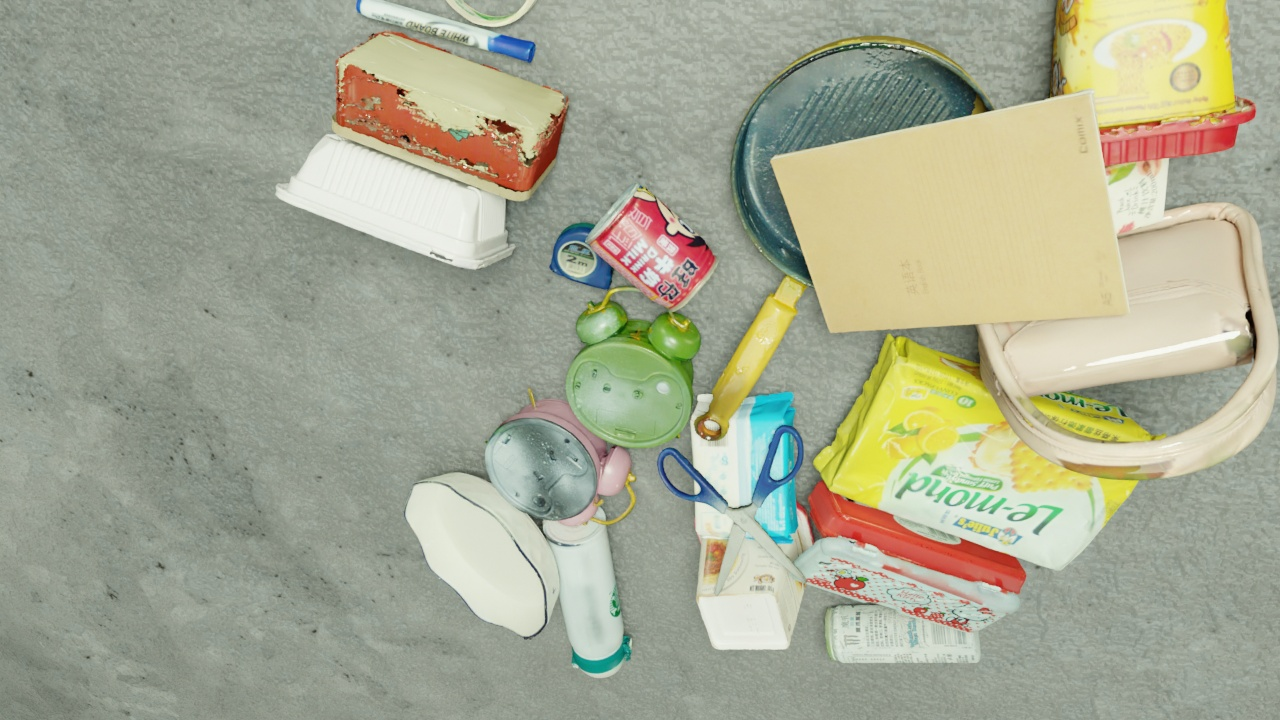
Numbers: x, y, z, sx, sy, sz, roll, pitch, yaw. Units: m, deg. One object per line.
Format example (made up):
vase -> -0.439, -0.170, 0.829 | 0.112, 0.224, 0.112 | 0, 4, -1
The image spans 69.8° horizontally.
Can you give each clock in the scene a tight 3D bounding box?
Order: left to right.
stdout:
clock -> -0.075, 0.107, 0.911 | 0.158, 0.059, 0.117 | 40, 121, -4
clock -> -0.005, 0.005, 0.830 | 0.116, 0.056, 0.161 | 10, 126, 9

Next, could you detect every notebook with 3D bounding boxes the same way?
notebook -> 0.204, -0.088, 0.621 | 0.212, 0.012, 0.149 | -3, 122, 39

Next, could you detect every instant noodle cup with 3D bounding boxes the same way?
instant noodle cup -> -0.190, -0.136, 0.753 | 0.173, 0.137, 0.060 | 19, 105, 3
instant noodle cup -> 0.108, 0.208, 0.892 | 0.116, 0.124, 0.117 | -6, 122, 21
instant noodle cup -> 0.309, -0.194, 0.573 | 0.116, 0.116, 0.124 | -3, 111, 19

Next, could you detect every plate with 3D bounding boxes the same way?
plate -> -0.166, 0.203, 0.983 | 0.205, 0.045, 0.205 | 25, 135, 27

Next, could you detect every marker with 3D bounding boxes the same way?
marker -> -0.153, -0.260, 0.719 | 0.146, 0.016, 0.017 | 17, 126, 5

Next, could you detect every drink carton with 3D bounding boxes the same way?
drink carton -> 0.298, -0.111, 0.640 | 0.122, 0.045, 0.053 | -16, 120, -6

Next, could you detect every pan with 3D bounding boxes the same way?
pan -> 0.132, -0.076, 0.720 | 0.197, 0.078, 0.358 | 27, 126, -2

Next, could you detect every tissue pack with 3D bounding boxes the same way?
tissue pack -> 0.097, 0.099, 0.840 | 0.090, 0.063, 0.140 | -1, 96, 18

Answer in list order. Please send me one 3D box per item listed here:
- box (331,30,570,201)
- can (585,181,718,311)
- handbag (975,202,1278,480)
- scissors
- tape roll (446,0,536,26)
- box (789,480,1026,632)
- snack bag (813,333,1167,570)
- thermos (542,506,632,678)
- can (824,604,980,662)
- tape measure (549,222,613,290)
box -> -0.146, -0.198, 0.712 | 0.168, 0.091, 0.077 | 20, 130, 3
can -> 0.011, -0.092, 0.753 | 0.094, 0.066, 0.067 | 40, 125, -12
handbag -> 0.323, -0.006, 0.613 | 0.194, 0.233, 0.093 | -14, 117, 25
scissors -> 0.085, 0.128, 0.807 | 0.162, 0.012, 0.174 | 24, 104, 13
tape roll -> -0.114, -0.295, 0.685 | 0.086, 0.013, 0.086 | 8, 125, 11
box -> 0.237, 0.192, 0.832 | 0.201, 0.095, 0.098 | 19, 110, -10
snack bag -> 0.291, 0.076, 0.782 | 0.246, 0.068, 0.158 | 19, 126, 4
thermos -> -0.054, 0.260, 1.013 | 0.073, 0.073, 0.224 | 2, 124, 15
can -> 0.265, 0.277, 0.932 | 0.147, 0.058, 0.058 | -7, 121, 22
tape measure -> -0.047, -0.092, 0.796 | 0.058, 0.025, 0.055 | 16, 125, 1
